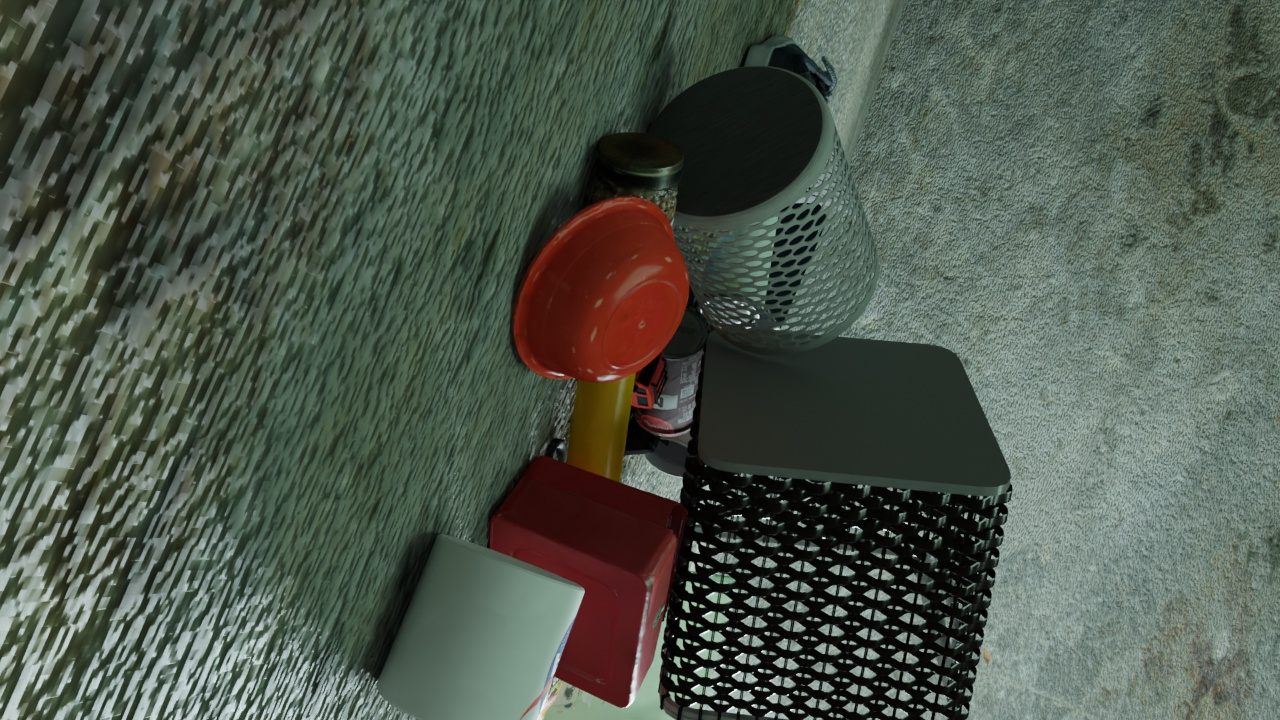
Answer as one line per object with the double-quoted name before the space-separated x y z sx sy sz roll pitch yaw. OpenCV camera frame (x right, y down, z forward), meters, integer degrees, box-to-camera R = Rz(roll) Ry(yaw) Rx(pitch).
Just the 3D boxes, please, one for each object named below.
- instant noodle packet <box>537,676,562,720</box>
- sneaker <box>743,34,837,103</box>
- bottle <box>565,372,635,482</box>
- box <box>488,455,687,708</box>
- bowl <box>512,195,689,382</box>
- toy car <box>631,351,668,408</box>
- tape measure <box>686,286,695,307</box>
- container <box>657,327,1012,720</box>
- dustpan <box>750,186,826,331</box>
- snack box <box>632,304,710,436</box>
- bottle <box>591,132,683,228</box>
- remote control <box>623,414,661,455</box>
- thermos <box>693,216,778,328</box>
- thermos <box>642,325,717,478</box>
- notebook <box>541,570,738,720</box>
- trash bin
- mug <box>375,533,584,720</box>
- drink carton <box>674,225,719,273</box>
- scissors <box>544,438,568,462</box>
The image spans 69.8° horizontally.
"instant noodle packet" -0.076 0.233 0.831 0.160 0.032 0.220 38 71 -73
"sneaker" 0.170 -0.303 1.006 0.235 0.087 0.089 -44 149 -64
"bottle" -0.028 0.030 0.696 0.043 0.043 0.143 2 96 -77
"box" -0.042 0.159 0.668 0.087 0.129 0.158 -53 157 -45
"bowl" -0.014 -0.033 0.566 0.130 0.045 0.131 -31 142 -28
"toy car" -0.005 0.004 0.778 0.100 0.049 0.051 81 30 -64
"tape measure" 0.040 -0.048 0.909 0.058 0.038 0.059 -36 155 0
"container" 0.152 0.135 0.775 0.246 0.245 0.244 -78 172 -62
"dustpan" 0.147 -0.123 1.090 0.273 0.080 0.235 54 41 -23
"snack box" 0.028 0.010 0.879 0.121 0.072 0.072 91 21 -51
"bottle" -0.006 -0.092 0.614 0.056 0.056 0.105 -56 160 -51
"remote control" 0.019 0.035 0.958 0.022 0.047 0.149 52 47 -30
"thermos" 0.103 -0.142 0.902 0.068 0.068 0.229 85 16 -61
"thermos" 0.061 0.039 1.067 0.108 0.084 0.198 -34 -156 49
"notebook" 0.000 0.306 0.980 0.252 0.010 0.182 19 89 -40
"trash bin" 0.094 -0.115 0.721 0.156 0.157 0.183 -67 150 -19
"mug" -0.097 0.158 0.539 0.121 0.091 0.090 -5 -118 65
"drink carton" 0.058 -0.142 0.854 0.038 0.044 0.128 68 43 -71
"scissors" -0.049 0.103 0.753 0.157 0.013 0.171 52 47 -64
